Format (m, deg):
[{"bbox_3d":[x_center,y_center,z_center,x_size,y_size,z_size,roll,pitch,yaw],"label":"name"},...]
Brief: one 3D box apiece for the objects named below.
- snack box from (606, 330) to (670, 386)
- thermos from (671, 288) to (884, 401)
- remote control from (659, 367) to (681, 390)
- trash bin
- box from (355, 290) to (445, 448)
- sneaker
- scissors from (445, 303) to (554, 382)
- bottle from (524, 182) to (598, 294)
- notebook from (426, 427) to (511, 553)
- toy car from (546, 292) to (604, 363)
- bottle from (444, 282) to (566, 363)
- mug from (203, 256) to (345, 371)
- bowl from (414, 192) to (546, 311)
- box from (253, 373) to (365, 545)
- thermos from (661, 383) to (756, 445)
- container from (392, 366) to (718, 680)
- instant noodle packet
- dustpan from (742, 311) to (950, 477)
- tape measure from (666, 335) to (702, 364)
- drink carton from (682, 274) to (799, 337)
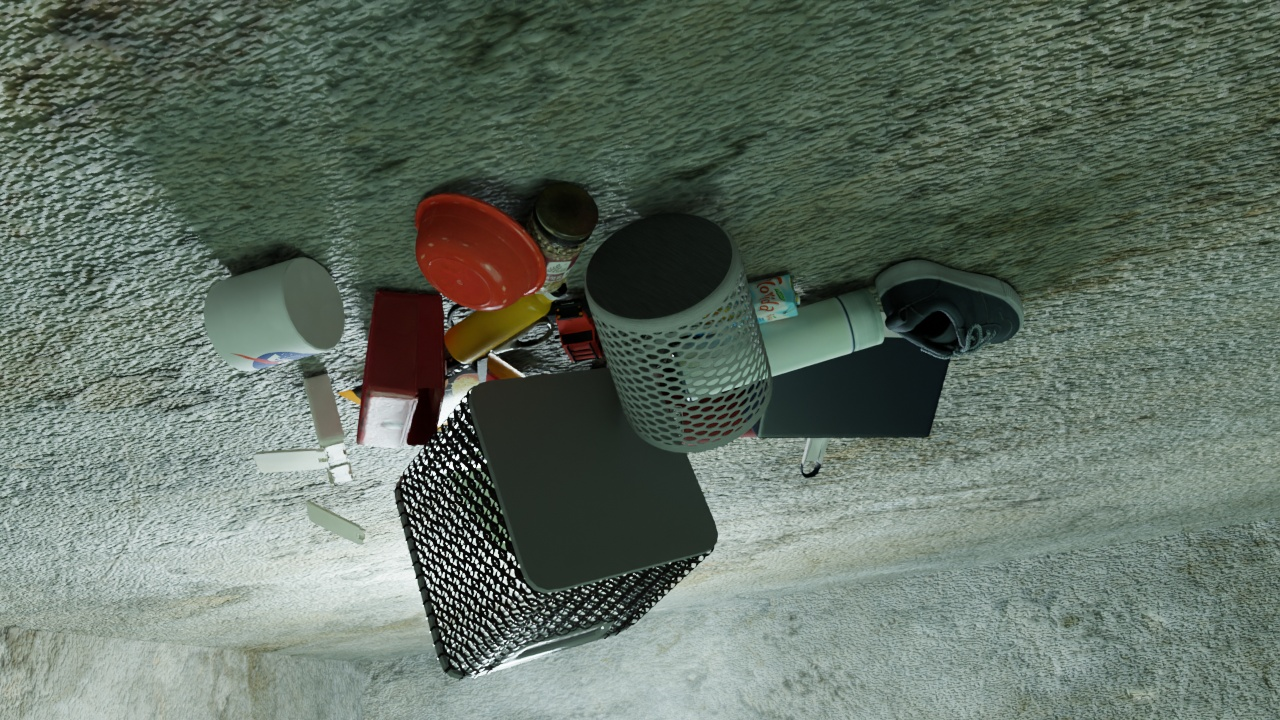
[{"bbox_3d":[-0.006,0.006,1.083,0.072,0.072,0.121,-2,155,-6],"label":"snack box"},{"bbox_3d":[0.152,-0.017,1.020,0.230,0.067,0.068,-16,156,-1],"label":"thermos"},{"bbox_3d":[0.011,0.022,1.162,0.150,0.047,0.022,-3,119,-6],"label":"remote control"},{"bbox_3d":[0.037,-0.028,0.878,0.156,0.156,0.183,-10,139,9],"label":"trash bin"},{"bbox_3d":[-0.255,0.012,0.981,0.087,0.128,0.158,6,152,-14],"label":"box"},{"bbox_3d":[0.354,-0.043,1.026,0.235,0.087,0.089,12,150,-33],"label":"sneaker"},{"bbox_3d":[-0.174,-0.017,1.036,0.171,0.012,0.157,-20,143,9],"label":"scissors"},{"bbox_3d":[-0.080,-0.108,0.831,0.056,0.056,0.105,4,154,-21],"label":"bottle"},{"bbox_3d":[-0.188,0.163,1.287,0.182,0.010,0.252,-18,115,26],"label":"notebook"},{"bbox_3d":[-0.068,-0.034,1.006,0.051,0.048,0.100,-8,155,6],"label":"toy car"},{"bbox_3d":[-0.139,-0.047,0.954,0.144,0.043,0.043,-30,147,26],"label":"bottle"},{"bbox_3d":[-0.344,-0.047,0.890,0.090,0.091,0.121,-13,-170,17],"label":"mug"},{"bbox_3d":[-0.151,-0.086,0.814,0.130,0.045,0.131,18,148,11],"label":"bowl"},{"bbox_3d":[-0.405,0.133,1.112,0.105,0.187,0.144,-14,153,-19],"label":"box"},{"bbox_3d":[0.082,0.070,1.242,0.198,0.084,0.108,-5,-171,-7],"label":"thermos"},{"bbox_3d":[-0.095,0.168,0.995,0.246,0.245,0.244,-6,152,-33],"label":"container"},{"bbox_3d":[-0.243,0.044,1.160,0.221,0.032,0.160,-16,150,22],"label":"instant noodle packet"},{"bbox_3d":[0.252,0.050,1.172,0.236,0.080,0.273,1,115,-14],"label":"dustpan"},{"bbox_3d":[0.057,-0.014,1.083,0.058,0.038,0.059,22,160,30],"label":"tape measure"},{"bbox_3d":[0.107,-0.059,0.994,0.129,0.044,0.038,-11,155,15],"label":"drink carton"}]
